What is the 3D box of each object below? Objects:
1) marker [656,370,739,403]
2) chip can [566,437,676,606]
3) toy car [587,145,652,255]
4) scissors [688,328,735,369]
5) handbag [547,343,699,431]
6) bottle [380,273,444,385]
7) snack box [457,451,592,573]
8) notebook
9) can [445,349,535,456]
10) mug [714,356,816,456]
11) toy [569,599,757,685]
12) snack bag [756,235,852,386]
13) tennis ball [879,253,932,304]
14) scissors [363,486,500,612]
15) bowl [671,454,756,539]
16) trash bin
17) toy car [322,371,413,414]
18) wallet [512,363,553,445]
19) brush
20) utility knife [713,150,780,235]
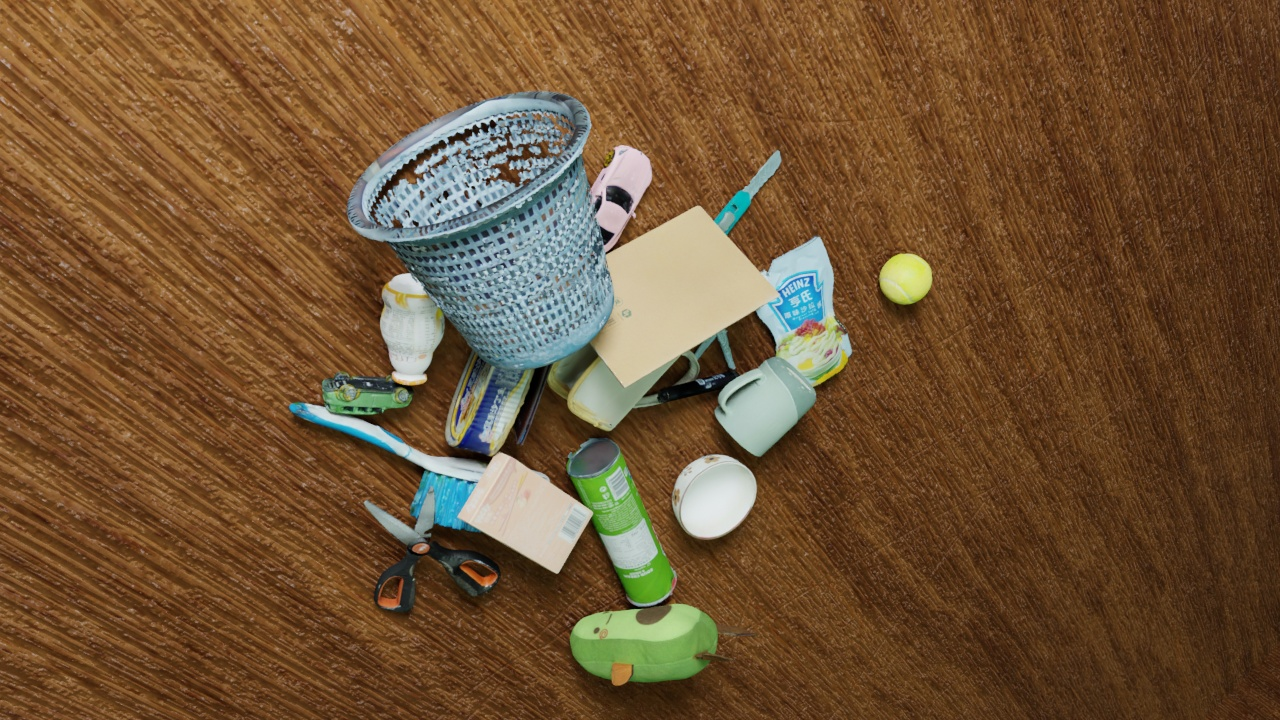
[{"bbox_3d":[0.072,0.033,1.118,0.131,0.020,0.022,-12,154,-43],"label":"marker"},{"bbox_3d":[-0.021,0.205,1.143,0.072,0.072,0.236,-30,124,-12],"label":"chip can"},{"bbox_3d":[-0.030,-0.169,0.979,0.056,0.037,0.122,25,99,-36],"label":"toy car"},{"bbox_3d":[0.102,-0.046,1.113,0.128,0.017,0.133,-23,119,0],"label":"scissors"},{"bbox_3d":[-0.006,0.006,1.069,0.163,0.063,0.178,-47,141,3],"label":"handbag"},{"bbox_3d":[-0.230,-0.030,0.924,0.063,0.063,0.108,-2,114,-27],"label":"bottle"},{"bbox_3d":[-0.126,0.174,1.033,0.157,0.026,0.084,43,73,-41],"label":"snack box"},{"bbox_3d":[0.025,-0.074,0.985,0.207,0.148,0.008,-31,158,-20],"label":"notebook"},{"bbox_3d":[-0.160,0.030,0.985,0.049,0.074,0.148,17,104,-30],"label":"can"},{"bbox_3d":[0.149,0.049,1.138,0.106,0.082,0.111,-46,130,15],"label":"mug"},{"bbox_3d":[0.017,0.361,1.176,0.247,0.226,0.090,-9,93,19],"label":"toy"},{"bbox_3d":[0.204,-0.054,1.159,0.110,0.038,0.191,-24,123,-2],"label":"snack bag"},{"bbox_3d":[0.343,-0.105,1.188,0.065,0.065,0.065,-12,118,-23],"label":"tennis ball"},{"bbox_3d":[-0.245,0.221,1.021,0.222,0.021,0.220,-39,133,21],"label":"scissors"},{"bbox_3d":[0.086,0.168,1.189,0.113,0.062,0.114,-12,118,-24],"label":"bowl"},{"bbox_3d":[-0.124,-0.107,0.853,0.226,0.226,0.195,-31,130,-11],"label":"trash bin"},{"bbox_3d":[-0.280,0.035,0.943,0.091,0.043,0.036,0,110,-26],"label":"toy car"},{"bbox_3d":[-0.113,0.021,0.993,0.020,0.096,0.122,19,104,-13],"label":"wallet"},{"bbox_3d":[-0.236,0.123,1.005,0.314,0.060,0.109,14,101,-31],"label":"brush"},{"bbox_3d":[0.096,-0.159,1.063,0.029,0.013,0.209,37,94,-36],"label":"utility knife"}]
